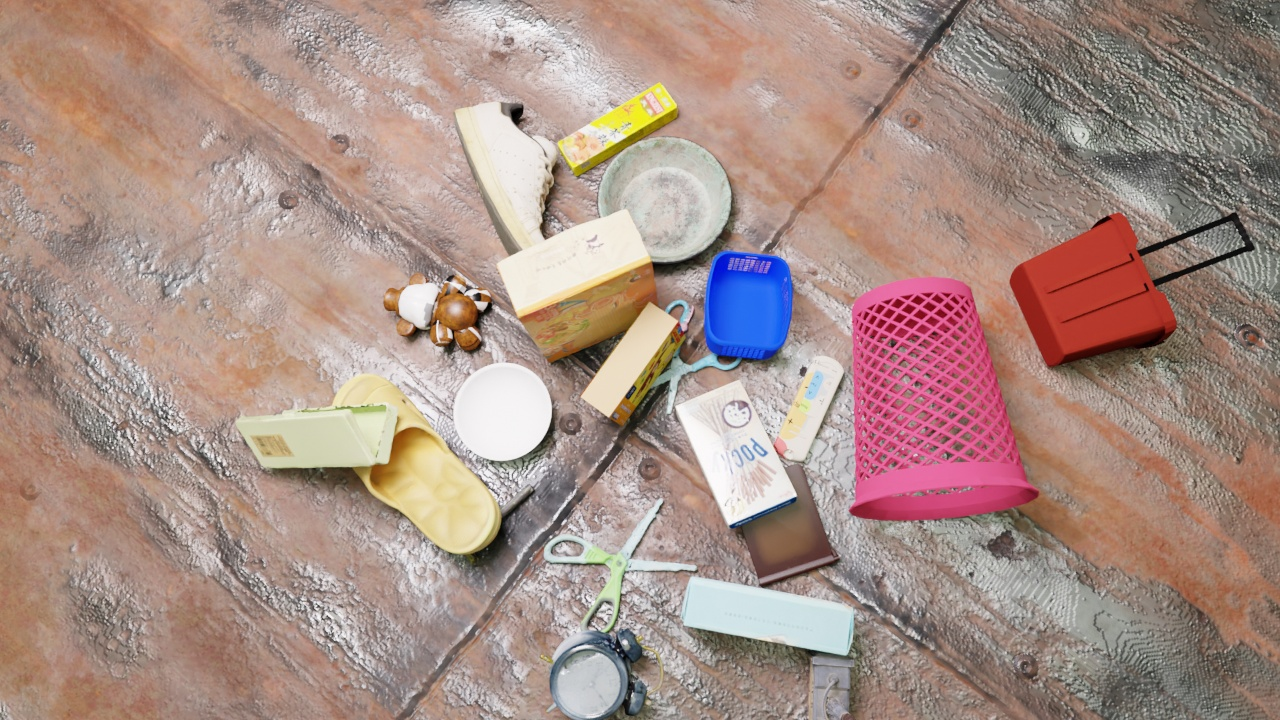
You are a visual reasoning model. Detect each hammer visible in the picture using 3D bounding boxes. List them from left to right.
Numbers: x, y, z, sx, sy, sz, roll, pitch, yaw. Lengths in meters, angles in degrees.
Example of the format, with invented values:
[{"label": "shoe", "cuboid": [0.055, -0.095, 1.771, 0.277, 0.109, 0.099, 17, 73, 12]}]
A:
[{"label": "hammer", "cuboid": [0.190, 0.328, 0.826, 0.044, 0.322, 0.098, 3, 78, 3]}]

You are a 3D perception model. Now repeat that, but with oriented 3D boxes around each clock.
[{"label": "clock", "cuboid": [-0.040, 0.334, 0.974, 0.129, 0.052, 0.090, -8, 87, -2]}]

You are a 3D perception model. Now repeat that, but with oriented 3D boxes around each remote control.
[{"label": "remote control", "cuboid": [0.191, 0.054, 1.039, 0.038, 0.018, 0.125, 25, 83, 8]}]

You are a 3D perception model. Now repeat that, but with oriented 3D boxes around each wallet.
[{"label": "wallet", "cuboid": [0.157, 0.181, 1.017, 0.091, 0.018, 0.115, -18, 81, 0]}]

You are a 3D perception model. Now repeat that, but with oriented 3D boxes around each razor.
[{"label": "razor", "cuboid": [-0.162, 0.177, 1.032, 0.105, 0.026, 0.042, -42, 77, -10]}]

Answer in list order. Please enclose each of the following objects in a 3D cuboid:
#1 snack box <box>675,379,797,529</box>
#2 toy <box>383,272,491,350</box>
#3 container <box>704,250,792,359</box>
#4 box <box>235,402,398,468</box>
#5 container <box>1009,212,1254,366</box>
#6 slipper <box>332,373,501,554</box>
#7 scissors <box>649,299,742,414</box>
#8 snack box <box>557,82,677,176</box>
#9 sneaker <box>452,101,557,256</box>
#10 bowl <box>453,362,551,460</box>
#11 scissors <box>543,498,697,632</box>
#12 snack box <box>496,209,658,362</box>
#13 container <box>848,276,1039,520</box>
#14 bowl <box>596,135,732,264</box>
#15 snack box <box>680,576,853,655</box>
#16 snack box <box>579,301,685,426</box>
[{"label": "snack box", "cuboid": [0.104, 0.103, 1.016, 0.082, 0.026, 0.150, -23, 67, -2]}, {"label": "toy", "cuboid": [-0.239, -0.060, 1.067, 0.113, 0.067, 0.087, 10, 79, 14]}, {"label": "container", "cuboid": [0.119, -0.059, 1.038, 0.096, 0.058, 0.114, 6, 71, 0]}, {"label": "box", "cuboid": [-0.348, 0.085, 0.998, 0.188, 0.089, 0.077, -6, 89, 32]}, {"label": "container", "cuboid": [0.526, -0.085, 0.993, 0.201, 0.127, 0.148, -21, 77, 9]}, {"label": "slipper", "cuboid": [-0.262, 0.111, 1.012, 0.263, 0.078, 0.099, 40, 88, 20]}, {"label": "scissors", "cuboid": [0.062, 0.000, 1.062, 0.126, 0.015, 0.136, 10, 85, 6]}, {"label": "snack box", "cuboid": [-0.027, -0.280, 1.113, 0.148, 0.029, 0.040, -32, 79, -4]}, {"label": "sneaker", "cuboid": [-0.136, -0.207, 1.082, 0.102, 0.089, 0.241, -23, 74, -10]}, {"label": "bowl", "cuboid": [-0.153, 0.061, 1.044, 0.110, 0.040, 0.110, -1, 78, 3]}, {"label": "scissors", "cuboid": [-0.028, 0.222, 1.017, 0.168, 0.023, 0.171, 28, 79, 14]}, {"label": "snack box", "cuboid": [-0.064, -0.080, 0.989, 0.145, 0.195, 0.080, -23, 76, -2]}, {"label": "container", "cuboid": [0.301, 0.040, 0.965, 0.183, 0.183, 0.225, -3, 71, 2]}, {"label": "bowl", "cuboid": [0.028, -0.185, 1.085, 0.157, 0.038, 0.157, -1, 78, 3]}, {"label": "snack box", "cuboid": [0.132, 0.268, 0.969, 0.175, 0.075, 0.053, 10, 80, 5]}, {"label": "snack box", "cuboid": [-0.006, 0.006, 1.017, 0.040, 0.088, 0.125, 35, 87, 12]}]
